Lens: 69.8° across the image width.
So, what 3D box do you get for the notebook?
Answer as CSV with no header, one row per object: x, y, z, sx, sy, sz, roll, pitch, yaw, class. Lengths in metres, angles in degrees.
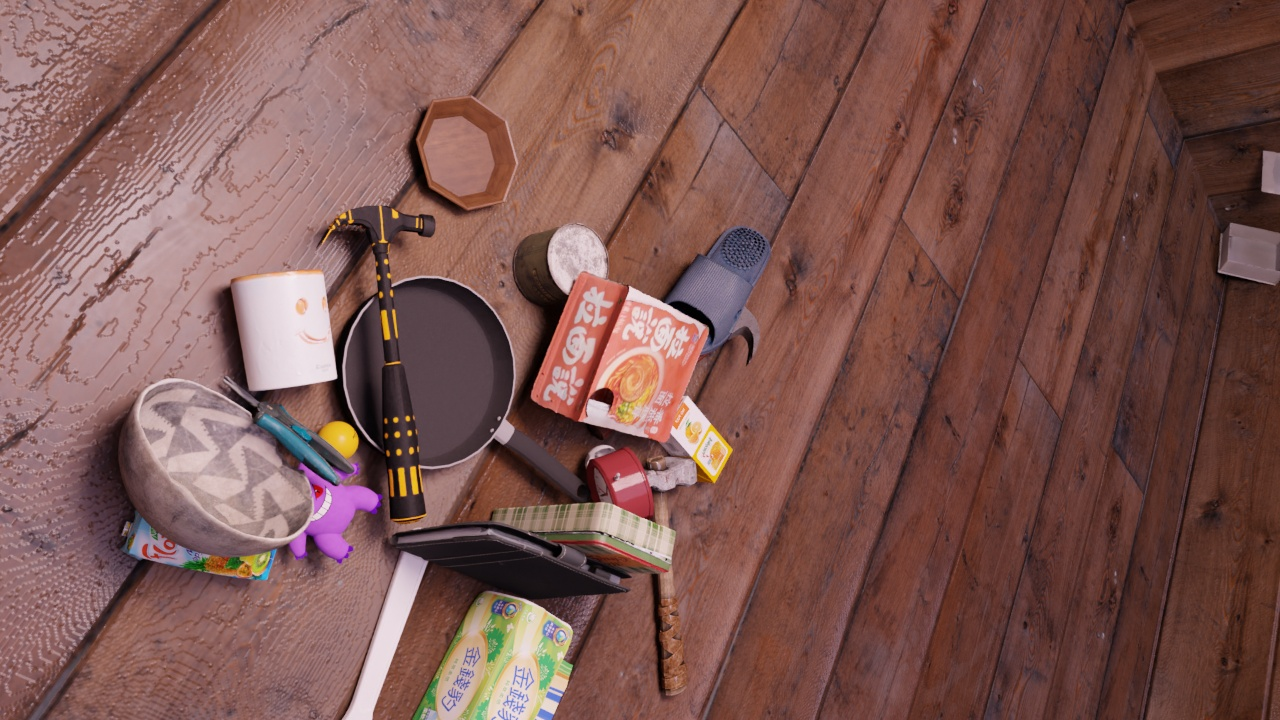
-0.131,0.213,0.968,0.209,0.170,0.029,32,54,-43,notebook

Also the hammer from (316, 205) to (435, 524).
-0.251,0.004,0.918,0.123,0.036,0.320,-5,89,-40,hammer

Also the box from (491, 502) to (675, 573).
-0.070,0.198,1.010,0.117,0.206,0.050,30,61,-39,box

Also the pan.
-0.182,0.058,1.022,0.355,0.044,0.203,45,60,-31,pan

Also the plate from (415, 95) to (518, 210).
-0.199,-0.231,1.034,0.131,0.025,0.131,3,86,-42,plate

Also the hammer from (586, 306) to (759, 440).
0.046,0.012,1.219,0.299,0.028,0.111,-36,74,-30,hammer

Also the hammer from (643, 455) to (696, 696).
0.032,0.283,1.202,0.121,0.049,0.319,-12,99,-48,hammer

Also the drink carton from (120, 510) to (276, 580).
-0.397,0.167,0.827,0.128,0.039,0.044,26,71,-38,drink carton

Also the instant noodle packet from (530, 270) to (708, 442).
-0.007,0.006,1.104,0.220,0.084,0.164,22,89,-51,instant noodle packet

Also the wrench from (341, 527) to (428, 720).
-0.270,0.306,0.950,0.066,0.018,0.272,30,67,-37,wrench

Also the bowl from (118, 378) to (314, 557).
-0.377,0.107,0.789,0.081,0.178,0.178,-42,121,6,bowl

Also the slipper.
0.112,-0.111,1.247,0.101,0.083,0.262,34,55,5,slipper

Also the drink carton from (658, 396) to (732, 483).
0.066,0.106,1.246,0.122,0.040,0.058,50,58,-29,drink carton

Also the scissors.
-0.331,0.068,0.871,0.019,0.126,0.144,-48,137,7,scissors

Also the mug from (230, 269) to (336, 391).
-0.335,-0.029,0.865,0.082,0.082,0.105,-11,96,-42,mug

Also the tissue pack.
-0.144,0.370,1.000,0.141,0.120,0.197,42,68,-31,tissue pack

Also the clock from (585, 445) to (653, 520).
-0.029,0.153,1.098,0.048,0.138,0.096,-17,100,-21,clock

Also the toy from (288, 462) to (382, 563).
-0.313,0.142,0.894,0.088,0.056,0.106,39,69,-29,toy

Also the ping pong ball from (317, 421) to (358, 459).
-0.303,0.081,0.915,0.040,0.040,0.040,3,86,-42,ping pong ball

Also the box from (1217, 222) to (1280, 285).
1.981,-0.348,2.662,0.173,0.514,0.166,40,57,-28,box

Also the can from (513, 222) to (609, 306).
-0.095,-0.113,1.090,0.089,0.075,0.090,4,83,-41,can
